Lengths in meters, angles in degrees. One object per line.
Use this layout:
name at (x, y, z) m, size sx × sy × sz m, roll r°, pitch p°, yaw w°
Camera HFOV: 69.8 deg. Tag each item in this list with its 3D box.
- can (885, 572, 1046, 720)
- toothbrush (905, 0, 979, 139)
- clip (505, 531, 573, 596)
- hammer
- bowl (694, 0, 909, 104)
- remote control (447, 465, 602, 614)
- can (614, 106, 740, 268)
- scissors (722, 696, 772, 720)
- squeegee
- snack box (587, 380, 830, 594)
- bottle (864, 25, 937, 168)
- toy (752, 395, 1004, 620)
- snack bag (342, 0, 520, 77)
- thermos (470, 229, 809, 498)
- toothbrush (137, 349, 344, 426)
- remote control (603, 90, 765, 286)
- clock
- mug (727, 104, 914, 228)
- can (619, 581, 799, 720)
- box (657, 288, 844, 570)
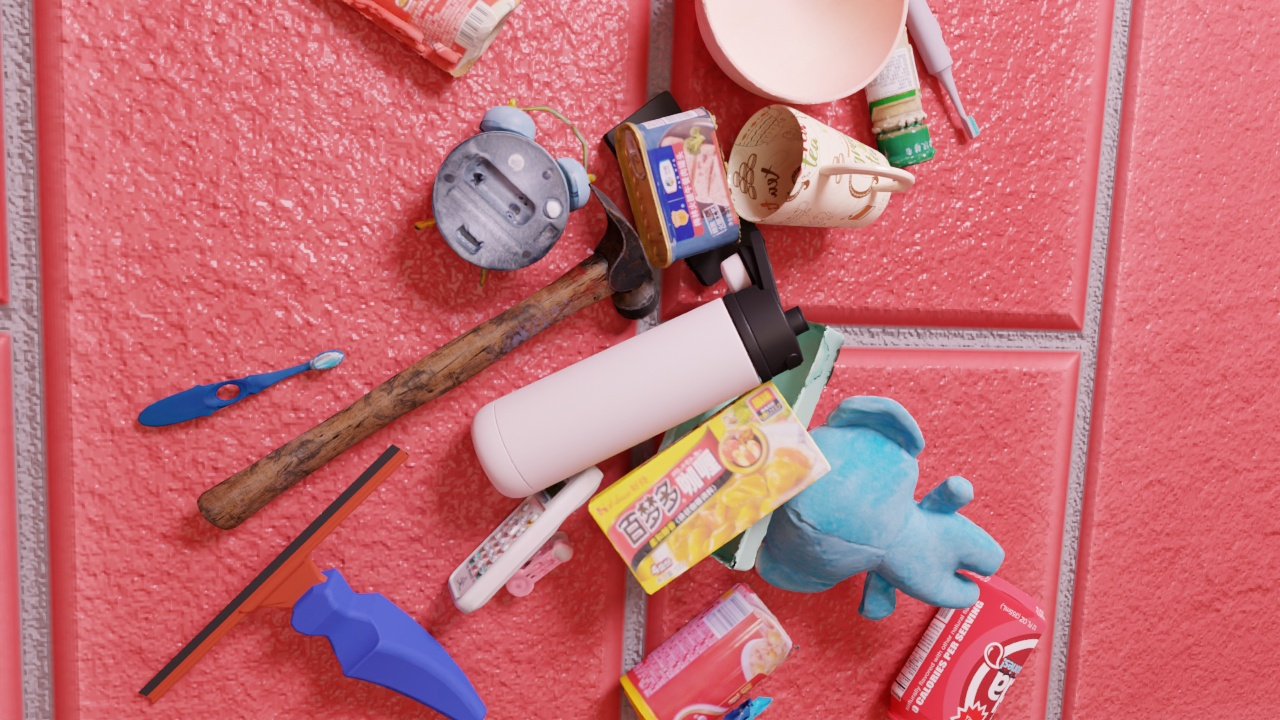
can at (0.265, 0.245, 0.747) m, size 0.074 × 0.074 × 0.142 m, roll 34°, pitch 86°, yaw -18°
toothbrush at (0.216, -0.253, 0.700) m, size 0.019 × 0.018 × 0.188 m, roll -34°, pitch 105°, yaw -12°
clip at (-0.071, 0.147, 0.658) m, size 0.060 × 0.044 × 0.023 m, roll -42°, pitch 103°, yaw -22°
hammer at (-0.140, 0.007, 0.598) m, size 0.330 × 0.033 × 0.120 m, roll -32°, pitch 147°, yaw -5°
bowl at (0.100, -0.248, 0.637) m, size 0.153 × 0.076 × 0.153 m, roll -2°, pitch 97°, yaw -17°
remote control at (-0.079, 0.121, 0.643) m, size 0.133 × 0.050 × 0.022 m, roll -45°, pitch 110°, yaw -7°
can at (0.026, -0.119, 0.627) m, size 0.059 × 0.054 × 0.100 m, roll -19°, pitch 102°, yaw -15°
scissors at (0.050, 0.287, 0.689) m, size 0.130 × 0.117 × 0.014 m, roll -31°, pitch 66°, yaw -15°
squeegee at (-0.178, 0.191, 0.620) m, size 0.250 × 0.055 × 0.185 m, roll -43°, pitch 107°, yaw 11°
snack box at (0.046, 0.086, 0.626) m, size 0.152 × 0.025 × 0.075 m, roll -35°, pitch 91°, yaw 1°
bottle at (0.189, -0.200, 0.687) m, size 0.042 × 0.043 × 0.110 m, roll -19°, pitch 101°, yaw -14°
toy at (0.179, 0.117, 0.692) m, size 0.180 × 0.114 × 0.184 m, roll 24°, pitch 112°, yaw 0°
snack bag at (-0.156, -0.256, 0.582) m, size 0.155 × 0.044 × 0.087 m, roll 36°, pitch 81°, yaw -13°
thermos at (-0.004, 0.004, 0.618) m, size 0.230 × 0.068 × 0.101 m, roll -25°, pitch 65°, yaw 7°
toothbrush at (-0.257, 0.017, 0.595) m, size 0.132 × 0.016 × 0.021 m, roll -19°, pitch 99°, yaw -14°
remote control at (0.033, -0.123, 0.665) m, size 0.058 × 0.013 × 0.133 m, roll -37°, pitch 105°, yaw -9°
clock at (-0.086, -0.114, 0.611) m, size 0.089 × 0.052 × 0.124 m, roll 42°, pitch 83°, yaw -16°
mug at (0.136, -0.129, 0.638) m, size 0.097 × 0.122 × 0.081 m, roll 6°, pitch 92°, yaw -33°
can at (0.050, 0.228, 0.686) m, size 0.124 × 0.067 × 0.067 m, roll -37°, pitch 105°, yaw -9°
box at (0.059, 0.045, 0.659) m, size 0.091 × 0.077 × 0.188 m, roll 22°, pitch 92°, yaw -30°
